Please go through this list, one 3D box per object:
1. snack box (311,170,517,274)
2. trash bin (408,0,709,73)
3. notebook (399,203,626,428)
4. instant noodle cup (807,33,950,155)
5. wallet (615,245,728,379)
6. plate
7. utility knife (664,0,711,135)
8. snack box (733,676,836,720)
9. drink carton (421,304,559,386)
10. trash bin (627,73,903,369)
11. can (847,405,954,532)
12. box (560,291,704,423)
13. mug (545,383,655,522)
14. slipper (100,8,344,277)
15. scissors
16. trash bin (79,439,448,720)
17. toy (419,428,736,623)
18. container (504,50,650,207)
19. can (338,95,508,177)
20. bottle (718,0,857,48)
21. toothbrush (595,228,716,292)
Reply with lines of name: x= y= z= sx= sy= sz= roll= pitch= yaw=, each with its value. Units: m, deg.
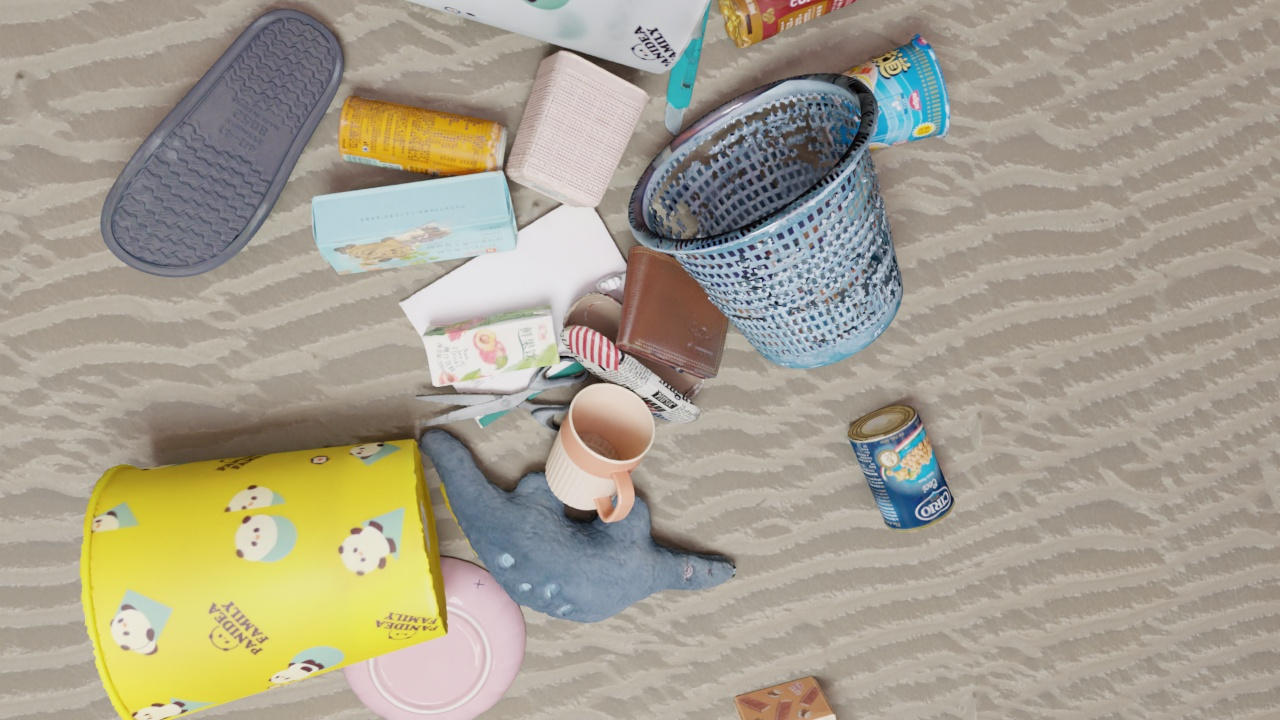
snack box: x=-0.201 y=-0.124 z=0.834 sx=0.175 sy=0.074 sz=0.051 roll=-9 pitch=76 yaw=-5
trash bin: x=-0.066 y=-0.365 z=0.740 sx=0.251 sy=0.229 sz=0.230 roll=16 pitch=99 yaw=-15
notebook: x=-0.106 y=-0.047 z=0.899 sx=0.209 sy=0.012 sz=0.150 roll=-31 pitch=104 yaw=0
instant noodle cup: x=0.219 y=-0.240 z=0.864 sx=0.110 sy=0.099 sz=0.099 roll=-18 pitch=103 yaw=6
wallet: x=0.032 y=-0.043 z=0.869 sx=0.124 sy=0.032 sz=0.101 roll=20 pitch=72 yaw=-36
plate: x=-0.214 y=0.298 z=0.942 sx=0.192 sy=0.039 sz=0.192 roll=-1 pitch=101 yaw=-7
utility knife: x=0.048 y=-0.301 z=0.866 sx=0.029 sy=0.013 sz=0.174 roll=10 pitch=100 yaw=-7
snack box: x=0.162 y=0.413 z=0.992 sx=0.094 sy=0.077 sz=0.093 roll=-14 pitch=102 yaw=-5
drink carton: x=-0.140 y=-0.015 z=0.872 sx=0.122 sy=0.045 sz=0.053 roll=-11 pitch=110 yaw=-4
trash bin: x=0.131 y=-0.107 z=0.819 sx=0.226 sy=0.226 sz=0.195 roll=-35 pitch=125 yaw=1
can: x=0.267 y=0.109 z=0.945 sx=0.075 sy=0.075 sz=0.111 roll=-26 pitch=103 yaw=-1
box: x=-0.007 y=0.010 z=0.879 sx=0.076 sy=0.086 sz=0.163 roll=-41 pitch=119 yaw=20
mug: x=-0.036 y=0.097 z=0.868 sx=0.081 sy=0.106 sz=0.114 roll=-6 pitch=59 yaw=-26
slipper: x=-0.360 y=-0.186 z=0.814 sx=0.110 sy=0.083 sz=0.267 roll=35 pitch=78 yaw=-20
scissors: x=-0.126 y=0.044 z=0.904 sx=0.165 sy=0.014 sz=0.163 roll=-44 pitch=115 yaw=8
trash bin: x=-0.315 y=0.183 z=0.821 sx=0.255 sy=0.229 sz=0.230 roll=-10 pitch=102 yaw=-11
toy: x=-0.069 y=0.188 z=0.920 sx=0.356 sy=0.092 sz=0.137 roll=23 pitch=70 yaw=-12
container: x=-0.061 y=-0.201 z=0.822 sx=0.090 sy=0.090 sz=0.111 roll=22 pitch=92 yaw=-23
can: x=-0.196 y=-0.199 z=0.834 sx=0.146 sy=0.058 sz=0.058 roll=8 pitch=100 yaw=-9
bottle: x=0.162 y=-0.348 z=0.848 sx=0.175 sy=0.057 sz=0.057 roll=-23 pitch=103 yaw=-2
toothbrush: x=0.039 y=-0.107 z=0.895 sx=0.180 sy=0.016 sz=0.016 roll=-26 pitch=107 yaw=-8
